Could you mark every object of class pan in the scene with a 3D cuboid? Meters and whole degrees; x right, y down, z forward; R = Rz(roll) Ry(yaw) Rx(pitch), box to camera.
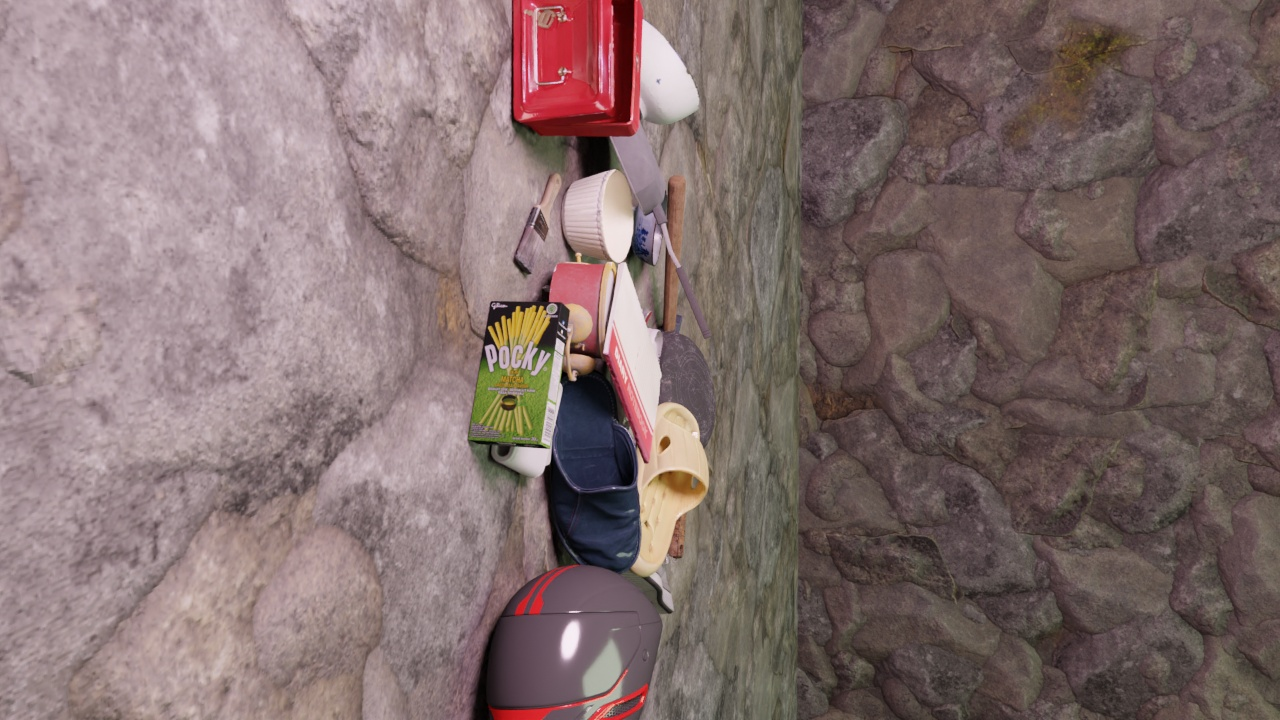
[{"bbox_3d":[0.066,0.125,1.386,0.207,0.040,0.356,34,52,-55],"label":"pan"},{"bbox_3d":[0.024,-0.196,1.199,0.178,0.041,0.357,-59,126,-84],"label":"pan"}]

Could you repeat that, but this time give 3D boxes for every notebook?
[{"bbox_3d":[-0.007,0.007,1.131,0.209,0.012,0.152,71,21,-45],"label":"notebook"}]

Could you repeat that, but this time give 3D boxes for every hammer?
[{"bbox_3d":[0.050,-0.144,1.437,0.129,0.040,0.322,-72,168,-48],"label":"hammer"}]

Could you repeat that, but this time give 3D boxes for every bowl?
[{"bbox_3d":[-0.056,-0.180,1.151,0.115,0.062,0.115,3,89,-72],"label":"bowl"},{"bbox_3d":[0.007,-0.198,1.355,0.114,0.045,0.114,11,88,-83],"label":"bowl"},{"bbox_3d":[0.004,-0.377,1.229,0.073,0.153,0.153,-40,151,-5],"label":"bowl"}]

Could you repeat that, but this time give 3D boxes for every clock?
[{"bbox_3d":[-0.077,-0.047,1.070,0.117,0.081,0.158,87,8,-46],"label":"clock"}]

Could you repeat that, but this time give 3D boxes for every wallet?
[{"bbox_3d":[-0.120,0.069,1.027,0.115,0.037,0.118,49,50,-65],"label":"wallet"}]

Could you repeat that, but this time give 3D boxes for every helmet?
[{"bbox_3d":[-0.072,0.310,0.998,0.264,0.164,0.170,5,75,-62],"label":"helmet"}]

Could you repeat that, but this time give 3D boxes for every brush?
[{"bbox_3d":[-0.115,-0.161,1.054,0.039,0.012,0.150,69,28,-51],"label":"brush"}]

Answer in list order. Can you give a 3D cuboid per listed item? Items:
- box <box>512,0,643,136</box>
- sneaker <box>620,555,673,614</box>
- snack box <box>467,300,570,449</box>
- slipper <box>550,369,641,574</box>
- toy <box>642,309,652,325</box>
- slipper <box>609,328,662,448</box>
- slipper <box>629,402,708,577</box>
[{"bbox_3d":[-0.066,-0.329,1.002,0.112,0.135,0.157,-7,99,-70],"label":"box"},{"bbox_3d":[-0.010,0.282,1.322,0.263,0.097,0.128,58,27,-58],"label":"sneaker"},{"bbox_3d":[-0.123,0.013,0.938,0.025,0.080,0.147,43,51,-66],"label":"snack box"},{"bbox_3d":[-0.053,0.145,1.097,0.083,0.108,0.266,-144,-135,-72],"label":"slipper"},{"bbox_3d":[0.003,-0.022,1.405,0.049,0.030,0.112,-146,-122,-77],"label":"toy"},{"bbox_3d":[-0.029,0.070,1.243,0.112,0.075,0.246,36,63,-57],"label":"slipper"},{"bbox_3d":[0.041,0.164,1.232,0.111,0.079,0.260,44,50,-33],"label":"slipper"}]
